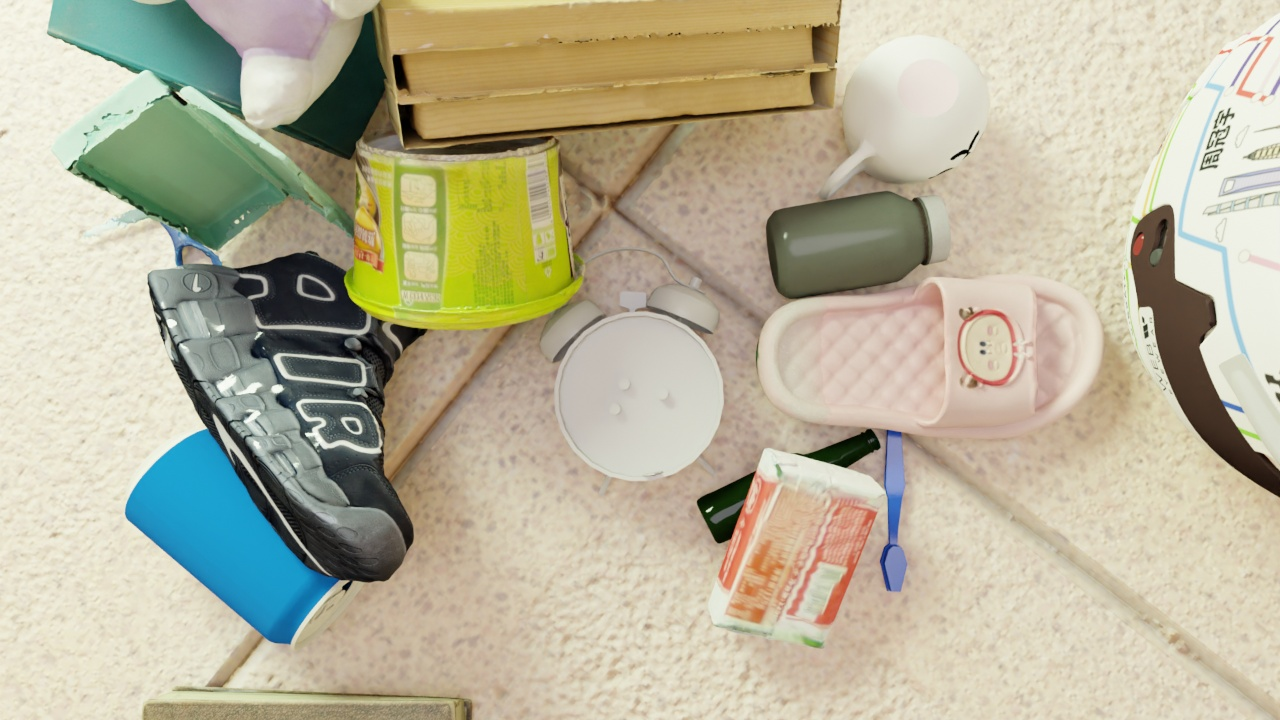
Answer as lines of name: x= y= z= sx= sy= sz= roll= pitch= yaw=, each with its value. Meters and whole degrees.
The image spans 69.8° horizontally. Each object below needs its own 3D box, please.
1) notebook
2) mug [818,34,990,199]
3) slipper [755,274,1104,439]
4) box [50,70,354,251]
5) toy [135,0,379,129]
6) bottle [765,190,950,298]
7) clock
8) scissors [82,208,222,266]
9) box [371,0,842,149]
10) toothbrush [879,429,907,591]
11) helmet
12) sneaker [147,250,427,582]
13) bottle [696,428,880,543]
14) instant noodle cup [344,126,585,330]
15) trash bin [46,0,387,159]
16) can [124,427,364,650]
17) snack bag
notebook: x=-0.221 y=0.311 z=0.597 sx=0.215 sy=0.034 sz=0.190 roll=1 pitch=86 yaw=4
mug: x=0.162 y=-0.149 z=0.587 sx=0.124 sy=0.076 sz=0.090 roll=-42 pitch=84 yaw=0
slipper: x=0.184 y=-0.002 z=0.579 sx=0.221 sy=0.056 sz=0.106 roll=-3 pitch=84 yaw=-2
box: x=-0.243 y=-0.097 z=0.551 sx=0.112 sy=0.187 sz=0.078 roll=29 pitch=84 yaw=-3
toy: x=-0.214 y=-0.228 z=0.441 sx=0.209 sy=0.085 sz=0.138 roll=44 pitch=124 yaw=-7
bottle: x=0.139 y=-0.076 z=0.591 sx=0.108 sy=0.060 sz=0.060 roll=-9 pitch=85 yaw=3
clock: x=-0.004 y=0.004 z=0.594 sx=0.120 sy=0.061 sz=0.159 roll=-10 pitch=86 yaw=3
scissors: x=-0.335 y=-0.102 z=0.648 sx=0.127 sy=0.014 sz=0.127 roll=-18 pitch=86 yaw=1
box: x=-0.023 y=-0.177 z=0.537 sx=0.249 sy=0.128 sz=0.092 roll=-10 pitch=124 yaw=-15
toothbrush: x=0.167 y=0.057 z=0.602 sx=0.016 sy=0.011 sz=0.186 roll=1 pitch=85 yaw=4
helmet: x=0.382 y=-0.046 z=0.482 sx=0.231 sy=0.236 sz=0.314 roll=15 pitch=79 yaw=1
sneaker: x=-0.184 y=0.018 z=0.573 sx=0.150 sy=0.097 sz=0.252 roll=-29 pitch=63 yaw=-31
bottle: x=0.097 y=0.078 z=0.595 sx=0.123 sy=0.033 sz=0.033 roll=-27 pitch=84 yaw=1
instant noodle cup: x=-0.108 y=-0.088 z=0.555 sx=0.146 sy=0.146 sz=0.098 roll=2 pitch=114 yaw=4
trash bin: x=-0.232 y=-0.264 z=0.575 sx=0.196 sy=0.199 sz=0.218 roll=22 pitch=94 yaw=6
can: x=-0.253 y=0.113 z=0.593 sx=0.146 sy=0.079 sz=0.079 roll=38 pitch=89 yaw=6
snack bag: x=0.096 y=0.117 z=0.569 sx=0.077 sy=0.036 sz=0.116 roll=15 pitch=103 yaw=-11
